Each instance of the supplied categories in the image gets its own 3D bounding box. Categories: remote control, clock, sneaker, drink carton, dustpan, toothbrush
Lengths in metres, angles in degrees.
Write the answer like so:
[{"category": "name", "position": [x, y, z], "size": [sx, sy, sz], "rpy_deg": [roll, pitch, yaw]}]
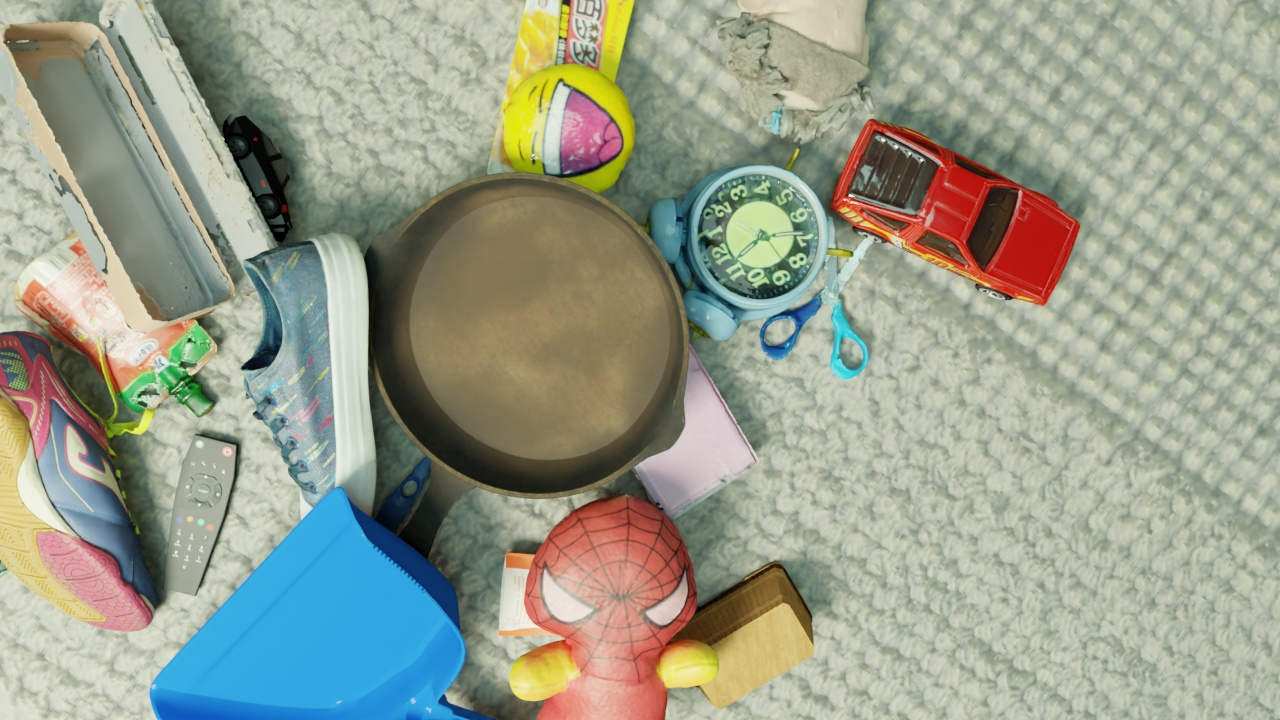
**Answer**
[{"category": "remote control", "position": [-0.338, 0.119, 0.702], "size": [0.039, 0.010, 0.125], "rpy_deg": [16, 97, -6]}, {"category": "clock", "position": [0.066, -0.080, 0.674], "size": [0.162, 0.060, 0.118], "rpy_deg": [-31, 93, -5]}, {"category": "sneaker", "position": [-0.404, 0.090, 0.663], "size": [0.116, 0.090, 0.242], "rpy_deg": [-5, 120, 11]}, {"category": "sneaker", "position": [-0.237, 0.029, 0.641], "size": [0.079, 0.087, 0.236], "rpy_deg": [-8, 108, -37]}, {"category": "drink carton", "position": [-0.048, 0.186, 0.725], "size": [0.122, 0.039, 0.069], "rpy_deg": [5, 98, -11]}, {"category": "dustpan", "position": [-0.188, 0.239, 0.691], "size": [0.257, 0.059, 0.246], "rpy_deg": [34, 111, -32]}, {"category": "toothbrush", "position": [-0.172, 0.091, 0.708], "size": [0.021, 0.016, 0.132], "rpy_deg": [35, 94, -5]}]

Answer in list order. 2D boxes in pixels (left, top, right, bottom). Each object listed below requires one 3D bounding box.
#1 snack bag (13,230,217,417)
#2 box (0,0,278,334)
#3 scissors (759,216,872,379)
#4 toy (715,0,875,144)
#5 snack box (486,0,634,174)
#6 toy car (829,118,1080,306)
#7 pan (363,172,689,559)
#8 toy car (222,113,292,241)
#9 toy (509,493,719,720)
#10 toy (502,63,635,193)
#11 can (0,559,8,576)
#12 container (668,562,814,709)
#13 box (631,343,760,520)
[{"category": "snack bag", "position": [-0.374, -0.017, 0.670], "size": [0.087, 0.044, 0.155], "rpy_deg": [-40, 103, 7]}, {"category": "box", "position": [-0.346, -0.131, 0.626], "size": [0.107, 0.095, 0.216], "rpy_deg": [-29, 101, -31]}, {"category": "scissors", "position": [0.137, -0.051, 0.712], "size": [0.103, 0.015, 0.133], "rpy_deg": [0, 97, -3]}, {"category": "toy", "position": [0.117, -0.247, 0.652], "size": [0.132, 0.076, 0.176], "rpy_deg": [14, 98, -34]}, {"category": "snack box", "position": [-0.059, -0.200, 0.670], "size": [0.075, 0.025, 0.152], "rpy_deg": [14, 97, -6]}, {"category": "toy car", "position": [0.238, -0.109, 0.689], "size": [0.189, 0.056, 0.081], "rpy_deg": [23, 92, -10]}, {"category": "pan", "position": [-0.108, 0.036, 0.665], "size": [0.249, 0.043, 0.357], "rpy_deg": [31, 107, 1]}, {"category": "toy car", "position": [-0.271, -0.131, 0.658], "size": [0.036, 0.042, 0.092], "rpy_deg": [-29, 102, -27]}, {"category": "toy", "position": [-0.023, 0.202, 0.664], "size": [0.147, 0.099, 0.216], "rpy_deg": [4, 90, -21]}, {"category": "toy", "position": [-0.050, -0.159, 0.643], "size": [0.094, 0.041, 0.095], "rpy_deg": [9, 97, -11]}, {"category": "can", "position": [-0.514, 0.159, 0.674], "size": [0.101, 0.053, 0.053], "rpy_deg": [-37, 99, 1]}, {"category": "container", "position": [0.082, 0.219, 0.721], "size": [0.114, 0.061, 0.063], "rpy_deg": [-31, 99, 0]}, {"category": "box", "position": [-0.003, 0.004, 0.693], "size": [0.098, 0.046, 0.233], "rpy_deg": [-30, 99, 1]}]
